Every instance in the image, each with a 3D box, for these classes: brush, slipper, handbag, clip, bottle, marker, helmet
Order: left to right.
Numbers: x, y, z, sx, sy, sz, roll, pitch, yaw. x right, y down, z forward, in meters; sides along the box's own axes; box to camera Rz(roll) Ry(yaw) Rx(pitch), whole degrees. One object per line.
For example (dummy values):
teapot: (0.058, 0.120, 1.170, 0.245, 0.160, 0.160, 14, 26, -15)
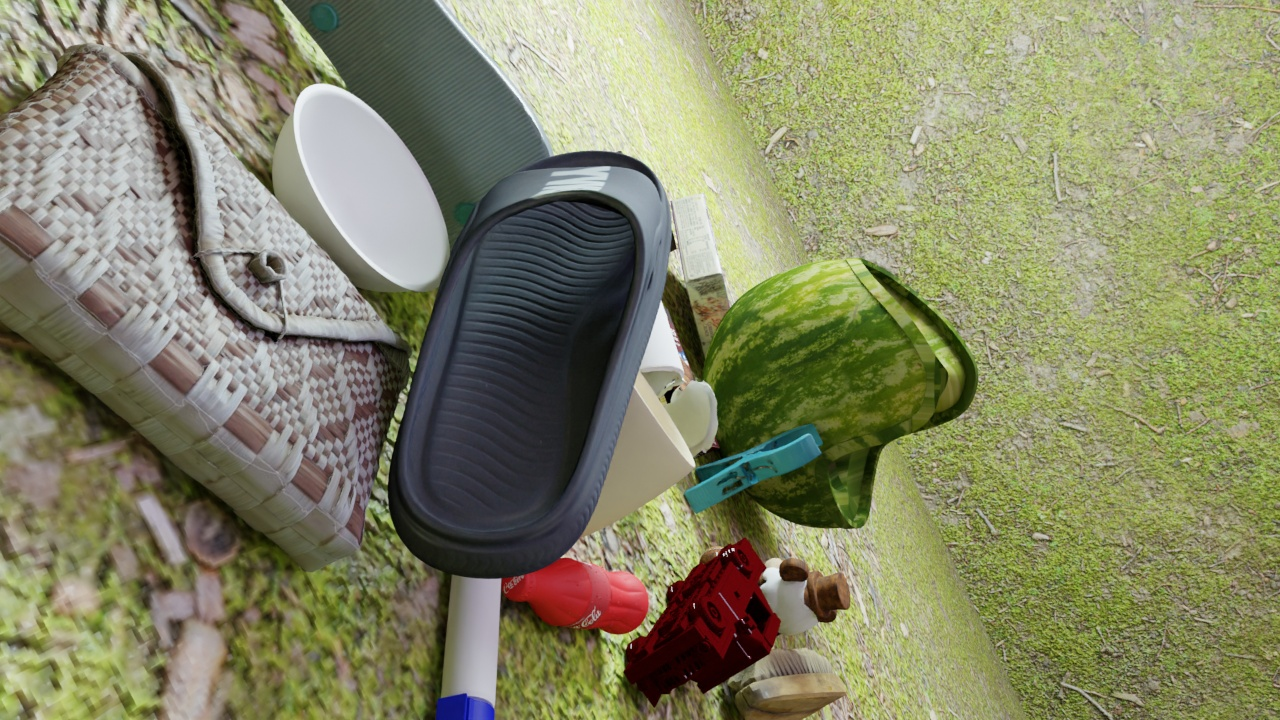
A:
handbag: (-0.156, -0.022, 0.341, 0.186, 0.047, 0.124, 53, 22, -32)
slipper: (-0.126, -0.168, 0.537, 0.269, 0.098, 0.054, 59, 20, -15)
marker: (-0.076, 0.121, 0.412, 0.133, 0.023, 0.027, -96, 168, -46)
slipper: (-0.048, -0.033, 0.420, 0.083, 0.111, 0.267, 93, 7, -47)
bottle: (-0.036, 0.127, 0.500, 0.119, 0.036, 0.036, 35, 35, -57)
clip: (0.095, 0.094, 0.778, 0.028, 0.127, 0.113, 62, 8, -9)
brush: (0.118, 0.258, 0.727, 0.195, 0.059, 0.043, 31, 26, -56)
helmet: (0.176, 0.029, 0.900, 0.243, 0.248, 0.212, 48, 24, 19)

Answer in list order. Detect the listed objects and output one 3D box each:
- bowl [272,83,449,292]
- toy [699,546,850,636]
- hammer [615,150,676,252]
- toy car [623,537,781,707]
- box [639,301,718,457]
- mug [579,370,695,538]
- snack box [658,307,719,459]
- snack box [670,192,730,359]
bowl: (-0.145, -0.076, 0.453, 0.110, 0.041, 0.109, 54, 21, -32)
toy: (0.105, 0.182, 0.715, 0.087, 0.113, 0.067, 54, 32, -31)
hammer: (-0.015, -0.111, 0.887, 0.115, 0.033, 0.322, 56, 20, -20)
toy car: (0.048, 0.177, 0.611, 0.062, 0.070, 0.169, 54, 17, 4)
box: (-0.001, 0.005, 0.680, 0.092, 0.083, 0.165, 9, 57, -48)
mug: (-0.038, 0.043, 0.506, 0.096, 0.100, 0.120, 56, 4, -9)
snack box: (0.025, 0.018, 0.823, 0.051, 0.032, 0.140, 20, 47, -65)
snack box: (0.072, -0.084, 1.017, 0.148, 0.040, 0.143, 72, 8, -46)
